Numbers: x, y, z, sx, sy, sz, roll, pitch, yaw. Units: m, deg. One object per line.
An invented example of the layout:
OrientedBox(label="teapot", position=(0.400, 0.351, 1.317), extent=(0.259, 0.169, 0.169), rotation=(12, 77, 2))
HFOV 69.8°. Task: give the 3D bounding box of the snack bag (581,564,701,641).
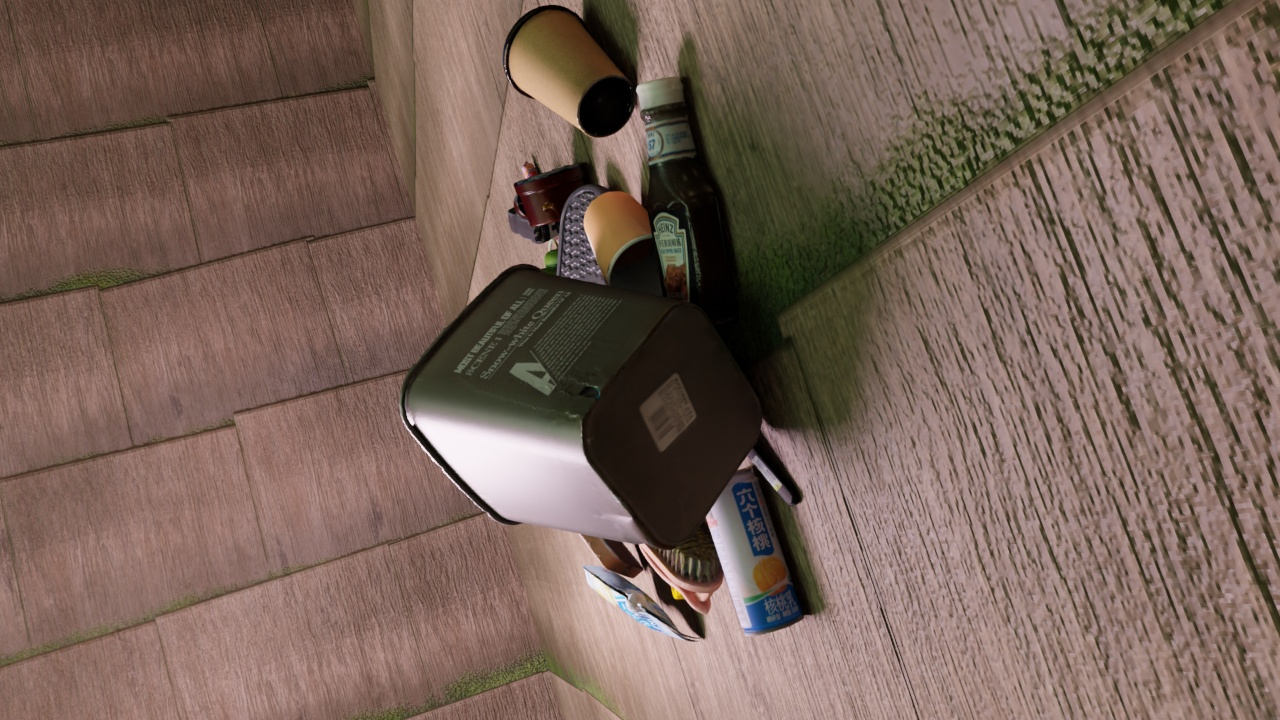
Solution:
OrientedBox(label="snack bag", position=(-0.006, 0.304, 1.152), extent=(0.110, 0.038, 0.191), rotation=(45, 165, -17))

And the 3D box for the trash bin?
OrientedBox(label="trash bin", position=(-0.043, 0.039, 0.762), extent=(0.220, 0.198, 0.199), rotation=(7, 141, 49))

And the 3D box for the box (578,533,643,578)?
OrientedBox(label="box", position=(-0.092, 0.176, 1.247), extent=(0.272, 0.106, 0.178), rotation=(62, -178, 20))

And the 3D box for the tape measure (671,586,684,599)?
OrientedBox(label="tape measure", position=(0.049, 0.239, 1.033), extent=(0.057, 0.029, 0.060), rotation=(97, 170, -60))

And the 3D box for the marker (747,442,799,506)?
OrientedBox(label="marker", position=(0.097, 0.077, 0.763), extent=(0.124, 0.015, 0.018), rotation=(-127, 26, -45))

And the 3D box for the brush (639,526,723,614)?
OrientedBox(label="brush", position=(0.039, 0.203, 0.971), extent=(0.145, 0.063, 0.073), rotation=(41, 130, 54))

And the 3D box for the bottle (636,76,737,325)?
OrientedBox(label="bottle", position=(0.032, -0.125, 0.735), extent=(0.080, 0.044, 0.195), rotation=(13, 117, 64))

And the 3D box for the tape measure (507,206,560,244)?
OrientedBox(label="tape measure", position=(-0.125, -0.178, 1.161), extent=(0.066, 0.065, 0.034), rotation=(33, 140, 39))

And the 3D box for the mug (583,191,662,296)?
OrientedBox(label="mug", position=(-0.010, -0.105, 0.844), extent=(0.122, 0.078, 0.078), rotation=(-120, 21, -53))

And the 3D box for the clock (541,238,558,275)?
OrientedBox(label="clock", position=(-0.093, -0.080, 1.163), extent=(0.116, 0.056, 0.161), rotation=(120, 132, -67))

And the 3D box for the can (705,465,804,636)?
OrientedBox(label="can", position=(0.092, 0.160, 0.779), extent=(0.053, 0.053, 0.134), rotation=(136, 117, -72))

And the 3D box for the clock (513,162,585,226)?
OrientedBox(label="clock", position=(-0.101, -0.189, 1.049), extent=(0.122, 0.082, 0.055), rotation=(18, 129, 68))

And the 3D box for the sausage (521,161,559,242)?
OrientedBox(label="sausage", position=(-0.130, -0.213, 1.227), extent=(0.020, 0.020, 0.155), rotation=(101, 149, -57))

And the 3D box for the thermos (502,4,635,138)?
OrientedBox(label="thermos", position=(-0.065, -0.269, 0.860), extent=(0.143, 0.093, 0.093), rotation=(49, 151, 38))

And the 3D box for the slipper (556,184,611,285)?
OrientedBox(label="slipper", position=(-0.034, -0.050, 0.977), extent=(0.111, 0.083, 0.268), rotation=(5, 95, 48))
